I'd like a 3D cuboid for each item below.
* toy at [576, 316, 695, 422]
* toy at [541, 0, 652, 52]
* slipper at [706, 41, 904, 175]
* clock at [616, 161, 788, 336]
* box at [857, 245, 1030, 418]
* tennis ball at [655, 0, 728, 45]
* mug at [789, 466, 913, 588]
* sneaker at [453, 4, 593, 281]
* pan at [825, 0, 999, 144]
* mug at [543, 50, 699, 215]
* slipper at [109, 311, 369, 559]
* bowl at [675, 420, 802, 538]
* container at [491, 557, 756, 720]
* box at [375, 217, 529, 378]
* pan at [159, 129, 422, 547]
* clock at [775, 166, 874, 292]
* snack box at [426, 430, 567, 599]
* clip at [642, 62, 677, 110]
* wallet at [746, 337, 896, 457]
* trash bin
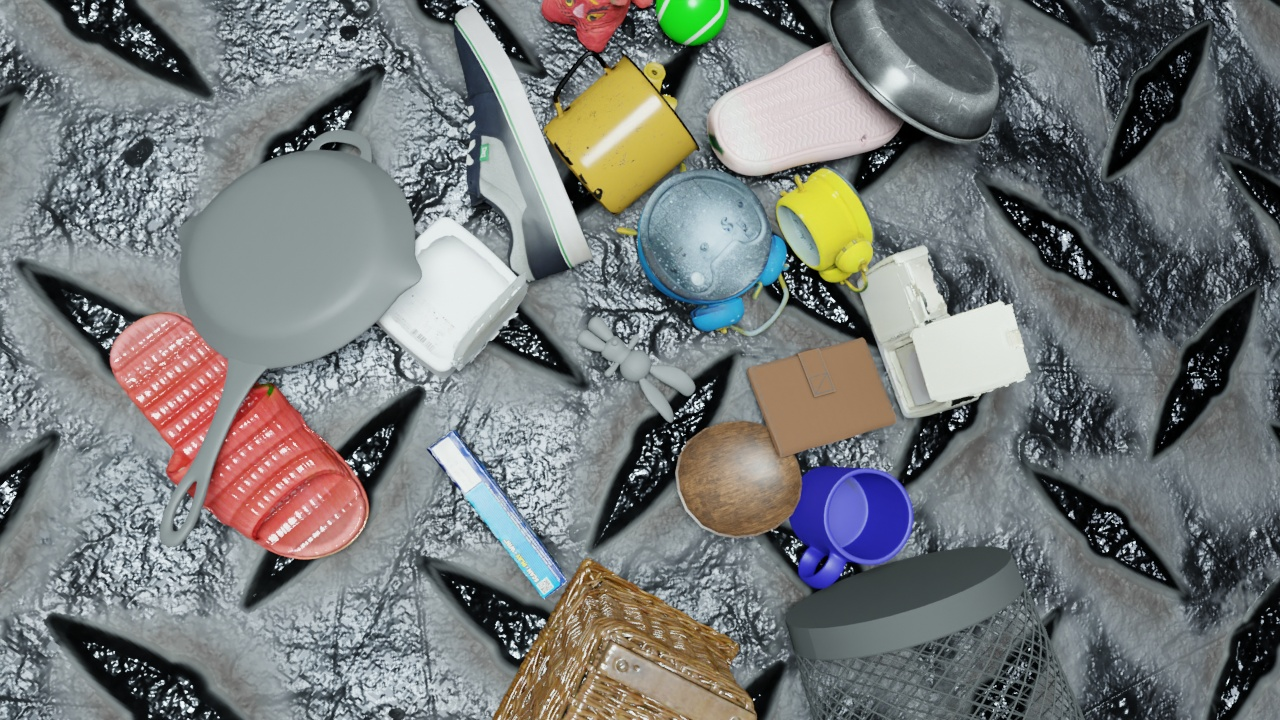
[{"bbox_3d":[-0.005,0.005,0.802,0.111,0.030,0.049,38,65,0],"label":"toy"},{"bbox_3d":[-0.023,-0.347,0.798,0.088,0.094,0.132,24,79,-8],"label":"toy"},{"bbox_3d":[0.156,-0.225,0.839,0.221,0.056,0.107,-25,88,-22],"label":"slipper"},{"bbox_3d":[0.064,-0.091,0.810,0.116,0.060,0.161,-45,96,-12],"label":"clock"},{"bbox_3d":[0.232,-0.025,0.769,0.070,0.187,0.143,-17,81,-11],"label":"box"},{"bbox_3d":[0.046,-0.317,0.822,0.065,0.065,0.065,1,85,-11],"label":"tennis ball"},{"bbox_3d":[0.173,0.146,0.796,0.079,0.084,0.111,33,80,-6],"label":"mug"},{"bbox_3d":[-0.121,-0.180,0.774,0.079,0.084,0.235,-22,90,1],"label":"sneaker"},{"bbox_3d":[0.186,-0.327,0.835,0.357,0.055,0.186,42,46,2],"label":"pan"},{"bbox_3d":[-0.025,-0.193,0.765,0.094,0.100,0.123,-39,123,7],"label":"mug"},{"bbox_3d":[-0.322,0.061,0.722,0.249,0.059,0.103,45,78,-3],"label":"slipper"},{"bbox_3d":[0.084,0.106,0.809,0.114,0.026,0.102,-10,73,-15],"label":"bowl"},{"bbox_3d":[-0.029,0.304,0.691,0.162,0.183,0.249,30,80,-5],"label":"container"},{"bbox_3d":[-0.148,-0.047,0.726,0.121,0.136,0.109,43,81,-4],"label":"box"},{"bbox_3d":[-0.292,-0.033,0.702,0.217,0.024,0.353,12,71,12],"label":"pan"},{"bbox_3d":[0.171,-0.114,0.820,0.057,0.083,0.118,-33,89,-7],"label":"clock"},{"bbox_3d":[-0.116,0.122,0.744,0.027,0.082,0.150,-38,93,-11],"label":"snack box"},{"bbox_3d":[0.007,-0.244,0.834,0.054,0.045,0.049,14,41,-8],"label":"clip"},{"bbox_3d":[0.164,0.032,0.831,0.120,0.013,0.087,-14,75,-15],"label":"wallet"},{"bbox_3d":[0.244,0.290,0.736,0.217,0.218,0.227,-18,84,-12],"label":"trash bin"}]
